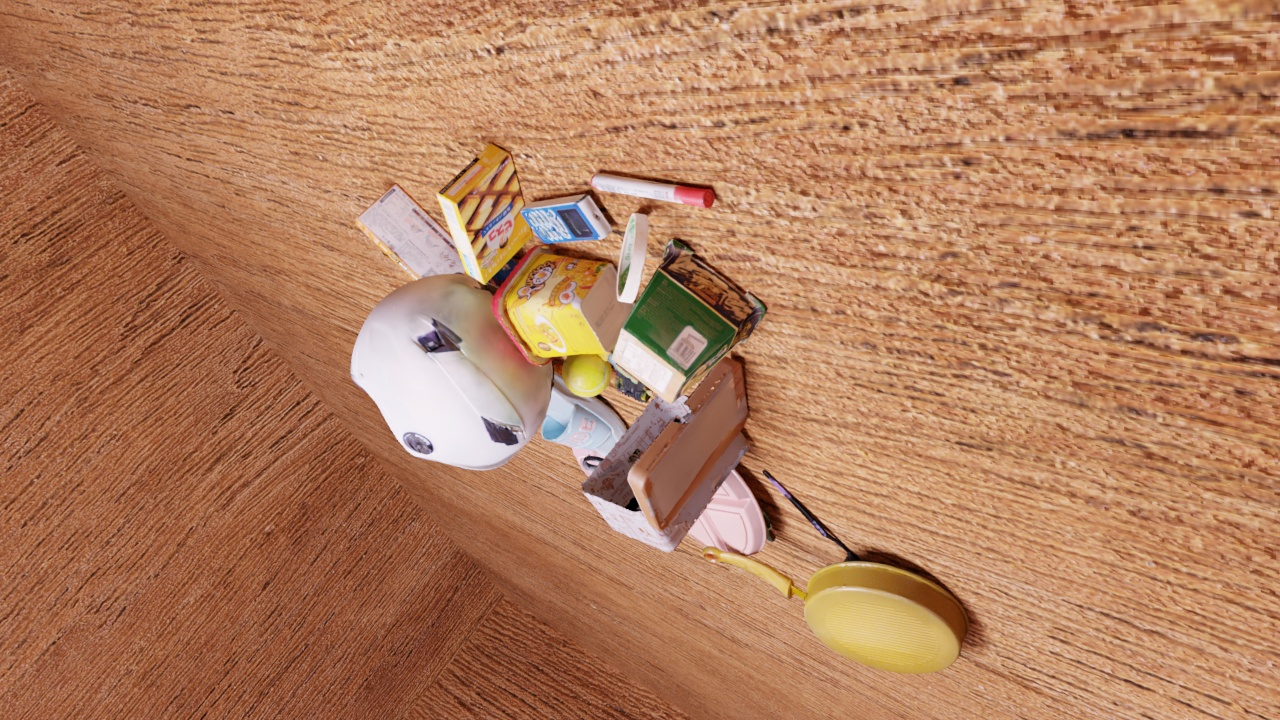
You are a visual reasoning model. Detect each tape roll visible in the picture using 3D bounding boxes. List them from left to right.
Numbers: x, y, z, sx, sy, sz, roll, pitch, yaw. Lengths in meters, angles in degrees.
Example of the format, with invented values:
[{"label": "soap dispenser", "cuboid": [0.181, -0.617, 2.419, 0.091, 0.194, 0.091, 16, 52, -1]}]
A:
[{"label": "tape roll", "cuboid": [-0.008, -0.099, 0.881, 0.014, 0.085, 0.086, 9, 159, -9]}]

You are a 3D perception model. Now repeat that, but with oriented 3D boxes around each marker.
[{"label": "marker", "cuboid": [0.008, -0.155, 0.833, 0.145, 0.017, 0.017, 19, 149, 42]}]

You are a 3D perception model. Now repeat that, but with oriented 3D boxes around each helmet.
[{"label": "helmet", "cuboid": [-0.200, 0.003, 1.112, 0.258, 0.228, 0.146, 49, 138, -13]}]

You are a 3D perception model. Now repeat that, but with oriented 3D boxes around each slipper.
[{"label": "slipper", "cuboid": [-0.117, 0.078, 1.339, 0.245, 0.074, 0.104, 38, 151, -24]}]

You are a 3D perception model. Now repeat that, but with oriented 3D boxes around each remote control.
[{"label": "remote control", "cuboid": [-0.080, -0.150, 0.969, 0.125, 0.024, 0.049, 8, 141, 54]}]

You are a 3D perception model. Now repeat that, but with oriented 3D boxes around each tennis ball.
[{"label": "tennis ball", "cuboid": [-0.070, 0.016, 1.203, 0.065, 0.065, 0.066, 34, 157, 16]}]

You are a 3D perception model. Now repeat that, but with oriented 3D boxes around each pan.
[{"label": "pan", "cuboid": [0.235, 0.303, 1.183, 0.358, 0.078, 0.198, 5, 136, 26]}]

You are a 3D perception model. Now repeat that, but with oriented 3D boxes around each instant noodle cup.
[{"label": "instant noodle cup", "cuboid": [-0.082, -0.061, 1.038, 0.124, 0.116, 0.116, 5, 140, 37]}]

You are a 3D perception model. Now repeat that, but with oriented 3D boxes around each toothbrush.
[{"label": "toothbrush", "cuboid": [0.219, 0.207, 1.167, 0.189, 0.016, 0.014, 45, 157, -6]}]

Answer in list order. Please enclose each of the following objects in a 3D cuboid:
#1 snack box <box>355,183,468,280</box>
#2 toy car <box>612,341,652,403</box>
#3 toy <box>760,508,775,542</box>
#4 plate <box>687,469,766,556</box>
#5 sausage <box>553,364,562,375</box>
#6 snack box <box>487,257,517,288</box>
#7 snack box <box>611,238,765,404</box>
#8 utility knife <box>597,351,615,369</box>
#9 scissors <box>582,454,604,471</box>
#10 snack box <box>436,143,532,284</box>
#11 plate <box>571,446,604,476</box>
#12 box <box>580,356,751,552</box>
[{"label": "snack box", "cuboid": [-0.300, -0.157, 1.232, 0.153, 0.075, 0.026, 44, 156, -9]}, {"label": "toy car", "cuboid": [-0.007, 0.007, 1.130, 0.049, 0.031, 0.106, 23, 140, 24]}, {"label": "toy", "cuboid": [0.149, 0.216, 1.275, 0.092, 0.030, 0.096, 15, 149, 53]}, {"label": "plate", "cuboid": [0.080, 0.187, 1.278, 0.229, 0.028, 0.230, 38, 150, 26]}, {"label": "sausage", "cuboid": [-0.121, 0.047, 1.395, 0.021, 0.021, 0.165, 34, 157, 16]}, {"label": "snack box", "cuboid": [-0.162, -0.083, 1.191, 0.084, 0.026, 0.157, 42, 163, 8]}, {"label": "snack box", "cuboid": [0.037, -0.028, 0.904, 0.118, 0.105, 0.118, 36, 157, 7]}, {"label": "utility knife", "cuboid": [-0.065, -0.033, 1.169, 0.223, 0.015, 0.033, 48, 156, -11]}, {"label": "scissors", "cuboid": [-0.011, 0.187, 1.418, 0.164, 0.014, 0.165, 33, 140, -9]}, {"label": "snack box", "cuboid": [-0.169, -0.159, 1.010, 0.034, 0.086, 0.141, 32, 156, 20]}, {"label": "plate", "cuboid": [-0.044, 0.184, 1.502, 0.192, 0.039, 0.193, 34, 156, 17]}, {"label": "box", "cuboid": [0.043, 0.114, 1.060, 0.136, 0.179, 0.270, 41, 159, 0]}]
